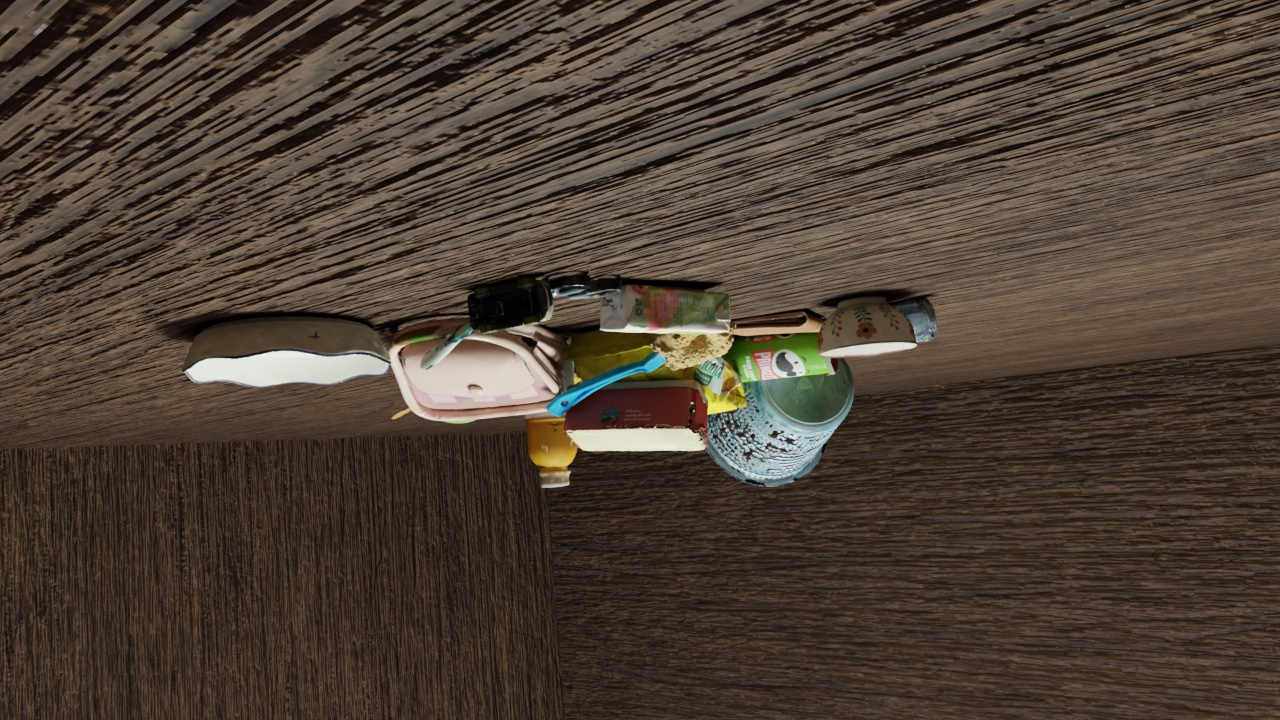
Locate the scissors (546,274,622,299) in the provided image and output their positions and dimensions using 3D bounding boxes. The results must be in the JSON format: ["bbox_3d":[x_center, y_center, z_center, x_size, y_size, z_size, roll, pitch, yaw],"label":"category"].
[{"bbox_3d":[-0.097,-0.062,0.864,0.172,0.014,0.145,-3,175,11],"label":"scissors"}]

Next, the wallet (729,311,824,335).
[{"bbox_3d":[0.170,-0.044,1.172,0.115,0.020,0.101,-4,175,24],"label":"wallet"}]

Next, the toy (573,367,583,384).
[{"bbox_3d":[-0.097,0.045,1.513,0.138,0.091,0.356,-32,176,-4],"label":"toy"}]

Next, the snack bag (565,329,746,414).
[{"bbox_3d":[0.025,0.024,1.183,0.158,0.068,0.246,-8,155,25],"label":"snack bag"}]

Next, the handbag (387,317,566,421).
[{"bbox_3d":[-0.197,-0.004,1.056,0.193,0.093,0.234,-5,162,6],"label":"handbag"}]

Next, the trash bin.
[{"bbox_3d":[0.218,0.060,1.394,0.226,0.226,0.195,-3,161,-14],"label":"trash bin"}]

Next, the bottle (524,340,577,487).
[{"bbox_3d":[-0.117,0.069,1.192,0.068,0.189,0.068,-4,175,-1],"label":"bottle"}]

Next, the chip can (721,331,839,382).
[{"bbox_3d":[0.151,-0.004,1.271,0.236,0.072,0.072,-7,173,22],"label":"chip can"}]

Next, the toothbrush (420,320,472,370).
[{"bbox_3d":[-0.176,-0.027,0.918,0.018,0.016,0.192,-12,167,-42],"label":"toothbrush"}]

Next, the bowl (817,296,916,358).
[{"bbox_3d":[0.261,-0.040,1.074,0.113,0.062,0.113,-6,173,-1],"label":"bowl"}]

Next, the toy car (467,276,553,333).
[{"bbox_3d":[-0.114,-0.049,0.817,0.091,0.042,0.035,-8,-177,34],"label":"toy car"}]

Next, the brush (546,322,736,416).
[{"bbox_3d":[-0.006,0.006,1.046,0.255,0.045,0.083,-27,140,27],"label":"brush"}]

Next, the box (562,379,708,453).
[{"bbox_3d":[-0.004,0.078,1.123,0.168,0.079,0.091,-2,156,17],"label":"box"}]

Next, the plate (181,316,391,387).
[{"bbox_3d":[-0.366,-0.007,0.958,0.205,0.045,0.205,-6,172,-1],"label":"plate"}]

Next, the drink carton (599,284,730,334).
[{"bbox_3d":[0.024,-0.049,0.892,0.122,0.045,0.054,0,177,-32],"label":"drink carton"}]

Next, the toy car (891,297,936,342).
[{"bbox_3d":[0.309,-0.042,1.128,0.036,0.054,0.121,-3,173,-33],"label":"toy car"}]

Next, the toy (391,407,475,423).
[{"bbox_3d":[-0.250,0.044,1.327,0.226,0.090,0.247,-17,-178,-22],"label":"toy"}]
